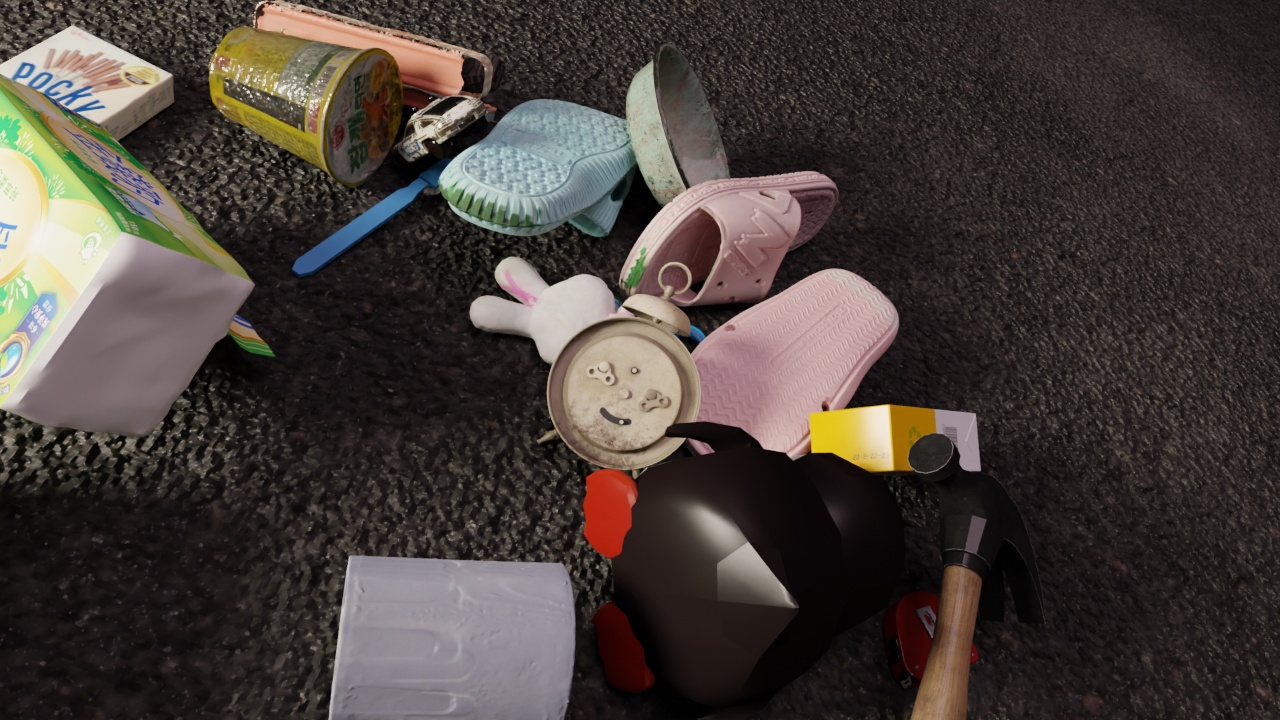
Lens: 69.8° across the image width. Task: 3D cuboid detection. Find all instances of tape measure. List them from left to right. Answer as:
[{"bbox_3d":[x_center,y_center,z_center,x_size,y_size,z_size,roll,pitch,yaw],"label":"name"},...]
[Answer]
[{"bbox_3d":[0.175,0.171,0.570,0.058,0.019,0.051,-7,55,-29],"label":"tape measure"}]

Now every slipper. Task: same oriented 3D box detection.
[{"bbox_3d":[-0.071,-0.140,0.703,0.116,0.070,0.275,25,31,4],"label":"slipper"},{"bbox_3d":[0.088,-0.092,0.714,0.238,0.094,0.064,-22,58,-41],"label":"slipper"},{"bbox_3d":[0.108,0.004,0.664,0.107,0.056,0.221,40,56,16],"label":"slipper"}]

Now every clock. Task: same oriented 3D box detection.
[{"bbox_3d":[-0.003,0.003,0.579,0.093,0.054,0.141,25,87,-2],"label":"clock"}]

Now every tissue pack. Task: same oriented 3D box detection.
[{"bbox_3d":[-0.285,-0.051,0.498,0.197,0.120,0.141,46,7,27],"label":"tissue pack"}]

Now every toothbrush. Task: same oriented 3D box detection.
[{"bbox_3d":[-0.187,-0.103,0.662,0.016,0.014,0.166,34,50,8],"label":"toothbrush"}]

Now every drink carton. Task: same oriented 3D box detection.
[{"bbox_3d":[0.174,0.055,0.615,0.122,0.059,0.040,7,77,-44],"label":"drink carton"}]

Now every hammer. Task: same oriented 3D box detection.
[{"bbox_3d":[0.157,0.201,0.481,0.132,0.040,0.304,44,53,-33],"label":"hammer"}]

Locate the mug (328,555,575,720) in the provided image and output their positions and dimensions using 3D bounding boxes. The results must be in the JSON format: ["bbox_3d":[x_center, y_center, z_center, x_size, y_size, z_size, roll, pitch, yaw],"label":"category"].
[{"bbox_3d":[-0.092,0.156,0.434,0.104,0.084,0.123,8,75,-17],"label":"mug"}]

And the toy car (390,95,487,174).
[{"bbox_3d":[-0.152,-0.169,0.671,0.048,0.113,0.040,-43,111,-26],"label":"toy car"}]

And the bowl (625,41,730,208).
[{"bbox_3d":[0.030,-0.177,0.754,0.039,0.157,0.157,-15,55,22],"label":"bowl"}]

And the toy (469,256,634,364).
[{"bbox_3d":[-0.050,-0.029,0.633,0.125,0.037,0.075,18,53,5],"label":"toy"}]

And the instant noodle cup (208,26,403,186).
[{"bbox_3d":[-0.242,-0.189,0.661,0.108,0.102,0.102,22,45,10],"label":"instant noodle cup"}]

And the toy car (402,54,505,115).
[{"bbox_3d":[-0.158,-0.228,0.746,0.092,0.037,0.040,-6,47,14],"label":"toy car"}]

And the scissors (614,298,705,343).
[{"bbox_3d":[0.007,0.009,0.645,0.113,0.013,0.140,7,46,-15],"label":"scissors"}]

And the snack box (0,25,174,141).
[{"bbox_3d":[-0.396,-0.167,0.614,0.082,0.026,0.149,25,46,-1],"label":"snack box"}]

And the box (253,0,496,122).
[{"bbox_3d":[-0.199,-0.228,0.703,0.187,0.076,0.054,16,77,3],"label":"box"}]

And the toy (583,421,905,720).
[{"bbox_3d":[0.084,0.107,0.505,0.183,0.140,0.159,-5,89,-41],"label":"toy"}]
